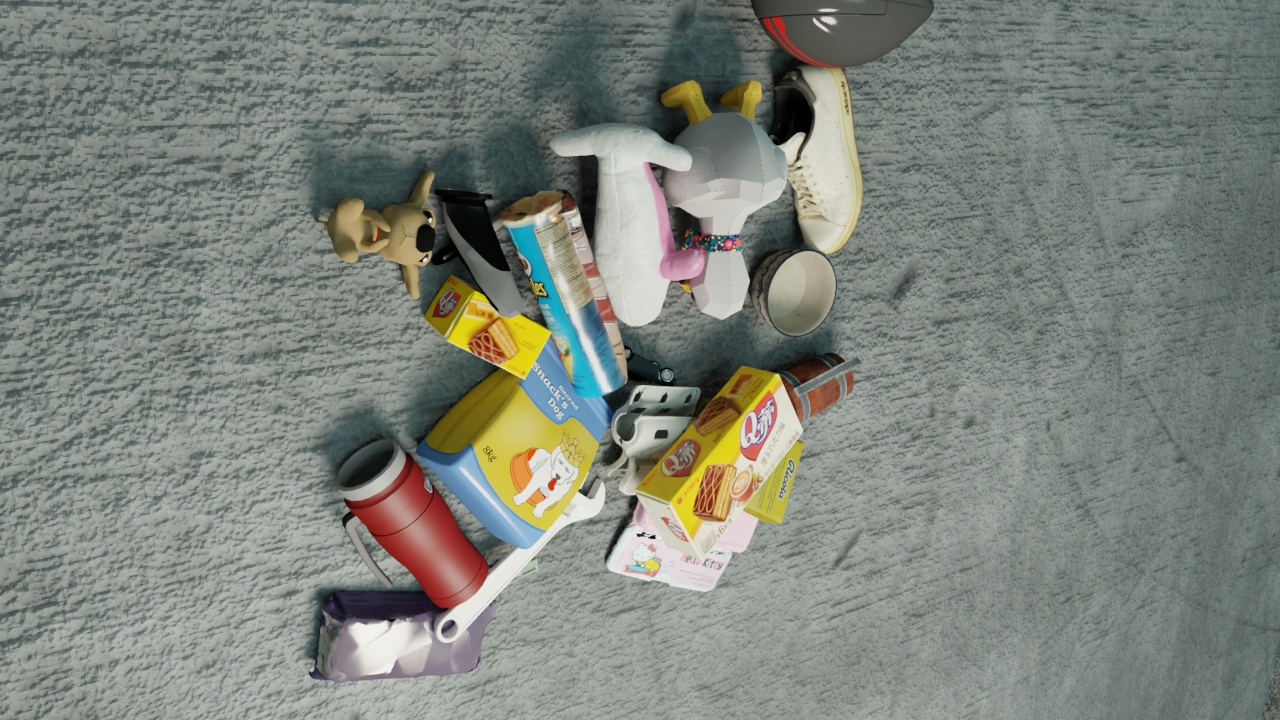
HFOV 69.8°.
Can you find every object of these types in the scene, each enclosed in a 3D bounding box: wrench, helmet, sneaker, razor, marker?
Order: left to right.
[{"bbox_3d":[-0.162,-0.112,0.945,0.057,0.060,0.156,-7,75,-52],"label":"razor"},{"bbox_3d":[-0.166,-0.142,0.995,0.138,0.022,0.016,-36,115,-15],"label":"marker"},{"bbox_3d":[-0.142,0.232,1.103,0.272,0.018,0.066,-44,119,-27],"label":"wrench"},{"bbox_3d":[0.210,-0.246,1.144,0.102,0.089,0.242,-19,111,-34],"label":"sneaker"},{"bbox_3d":[0.221,-0.425,1.047,0.264,0.164,0.170,2,103,-31],"label":"helmet"}]

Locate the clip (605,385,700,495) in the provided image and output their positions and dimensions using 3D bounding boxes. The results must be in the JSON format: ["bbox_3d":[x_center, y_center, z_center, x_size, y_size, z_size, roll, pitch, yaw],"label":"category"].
[{"bbox_3d":[0.019,0.104,1.135,0.125,0.092,0.151,6,109,-44],"label":"clip"}]

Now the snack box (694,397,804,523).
[{"bbox_3d":[0.132,0.134,1.234,0.180,0.045,0.121,27,73,-30],"label":"snack box"}]

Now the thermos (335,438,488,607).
[{"bbox_3d":[-0.258,0.190,1.013,0.108,0.084,0.199,-38,123,-16],"label":"thermos"}]

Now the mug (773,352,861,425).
[{"bbox_3d":[0.236,0.033,1.244,0.111,0.118,0.081,-24,80,-27],"label":"mug"}]

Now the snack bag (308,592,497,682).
[{"bbox_3d":[-0.269,0.322,1.066,0.205,0.058,0.096,8,101,-32],"label":"snack bag"}]

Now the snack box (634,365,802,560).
[{"bbox_3d":[0.101,0.122,1.133,0.229,0.062,0.110,-47,127,-27],"label":"snack box"}]

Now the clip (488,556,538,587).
[{"bbox_3d":[-0.163,0.261,1.129,0.074,0.035,0.023,-18,113,-31],"label":"clip"}]

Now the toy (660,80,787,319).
[{"bbox_3d":[0.095,-0.184,1.047,0.140,0.247,0.267,-4,89,-13],"label":"toy"}]

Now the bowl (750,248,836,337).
[{"bbox_3d":[0.194,-0.093,1.204,0.115,0.059,0.116,-10,111,-28],"label":"bowl"}]

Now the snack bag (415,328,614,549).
[{"bbox_3d":[-0.128,0.087,1.056,0.204,0.102,0.159,-50,125,-23],"label":"snack bag"}]

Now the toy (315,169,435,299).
[{"bbox_3d":[-0.253,-0.128,0.909,0.108,0.106,0.134,1,101,-43],"label":"toy"}]

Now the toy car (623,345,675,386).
[{"bbox_3d":[-0.007,0.007,1.126,0.112,0.046,0.034,27,90,-33],"label":"toy car"}]

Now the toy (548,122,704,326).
[{"bbox_3d":[-0.008,-0.160,1.030,0.266,0.187,0.127,84,21,-46],"label":"toy"}]

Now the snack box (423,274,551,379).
[{"bbox_3d":[-0.166,-0.037,0.993,0.105,0.084,0.061,30,91,-35],"label":"snack box"}]

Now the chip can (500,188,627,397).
[{"bbox_3d":[-0.075,-0.071,1.003,0.079,0.080,0.230,-31,122,-19],"label":"chip can"}]

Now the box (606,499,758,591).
[{"bbox_3d":[0.063,0.241,1.247,0.201,0.045,0.154,21,95,-35],"label":"box"}]
